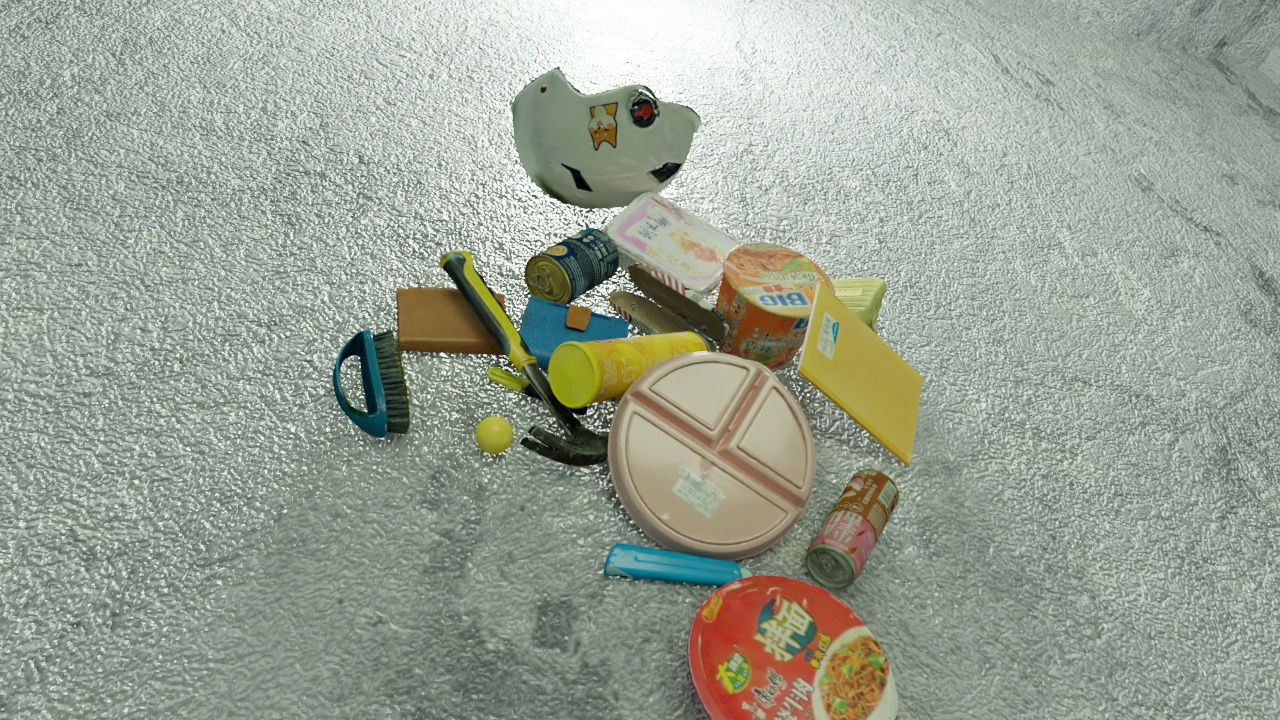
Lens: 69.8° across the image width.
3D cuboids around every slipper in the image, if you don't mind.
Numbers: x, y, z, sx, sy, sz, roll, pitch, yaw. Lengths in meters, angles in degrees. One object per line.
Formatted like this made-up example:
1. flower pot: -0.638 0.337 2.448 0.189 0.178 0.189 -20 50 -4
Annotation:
1. slipper: 0.289 -0.061 1.274 0.092 0.082 0.190 3 21 20

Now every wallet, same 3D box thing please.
1. wallet: -0.226 -0.050 1.102 0.131 0.031 0.107 2 46 -19
2. wallet: -0.083 -0.024 1.124 0.133 0.040 0.106 15 45 -4

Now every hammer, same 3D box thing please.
1. hammer: -0.139 -0.009 1.041 0.125 0.032 0.323 -9 53 -48

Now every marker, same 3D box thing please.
1. marker: -0.119 0.035 1.060 0.124 0.015 0.018 22 44 2

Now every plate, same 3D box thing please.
1. plate: 0.080 0.097 0.973 0.229 0.028 0.229 3 73 -10

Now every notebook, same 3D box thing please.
1. notebook: 0.276 0.017 1.132 0.206 0.010 0.145 38 50 -22

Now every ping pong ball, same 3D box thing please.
1. ping pong ball: -0.156 0.079 0.977 0.040 0.040 0.040 10 41 -9

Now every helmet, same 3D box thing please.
1. helmet: -0.057 -0.298 1.327 0.274 0.230 0.156 10 83 -13

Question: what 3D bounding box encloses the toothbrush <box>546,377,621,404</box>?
1. toothbrush: -0.024 0.044 1.085 0.191 0.016 0.018 14 31 -6

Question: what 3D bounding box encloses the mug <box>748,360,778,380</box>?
1. mug: 0.115 0.072 1.065 0.105 0.082 0.114 -36 93 -42

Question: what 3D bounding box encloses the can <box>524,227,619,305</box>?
1. can: -0.087 -0.122 1.198 0.075 0.075 0.110 35 43 18

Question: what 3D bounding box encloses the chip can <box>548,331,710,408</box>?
1. chip can: -0.006 0.006 1.047 0.212 0.072 0.072 -8 45 -49

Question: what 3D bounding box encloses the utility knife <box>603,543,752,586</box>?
1. utility knife: 0.042 0.210 0.924 0.159 0.018 0.034 10 53 -11

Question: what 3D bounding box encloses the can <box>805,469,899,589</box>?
1. can: 0.231 0.180 0.995 0.058 0.058 0.146 32 42 15

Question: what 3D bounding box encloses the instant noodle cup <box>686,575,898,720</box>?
1. instant noodle cup: 0.128 0.292 0.828 0.193 0.066 0.193 10 40 -9

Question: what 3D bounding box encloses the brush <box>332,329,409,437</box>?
1. brush: -0.289 0.023 0.978 0.073 0.055 0.143 -4 46 -24

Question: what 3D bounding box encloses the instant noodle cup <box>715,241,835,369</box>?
1. instant noodle cup: 0.164 -0.067 1.202 0.151 0.112 0.151 10 41 -9

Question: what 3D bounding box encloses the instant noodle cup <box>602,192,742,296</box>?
1. instant noodle cup: 0.042 -0.146 1.266 0.173 0.060 0.137 31 49 14

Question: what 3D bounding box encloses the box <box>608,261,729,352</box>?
1. box: 0.032 -0.054 1.184 0.163 0.076 0.087 33 71 19
